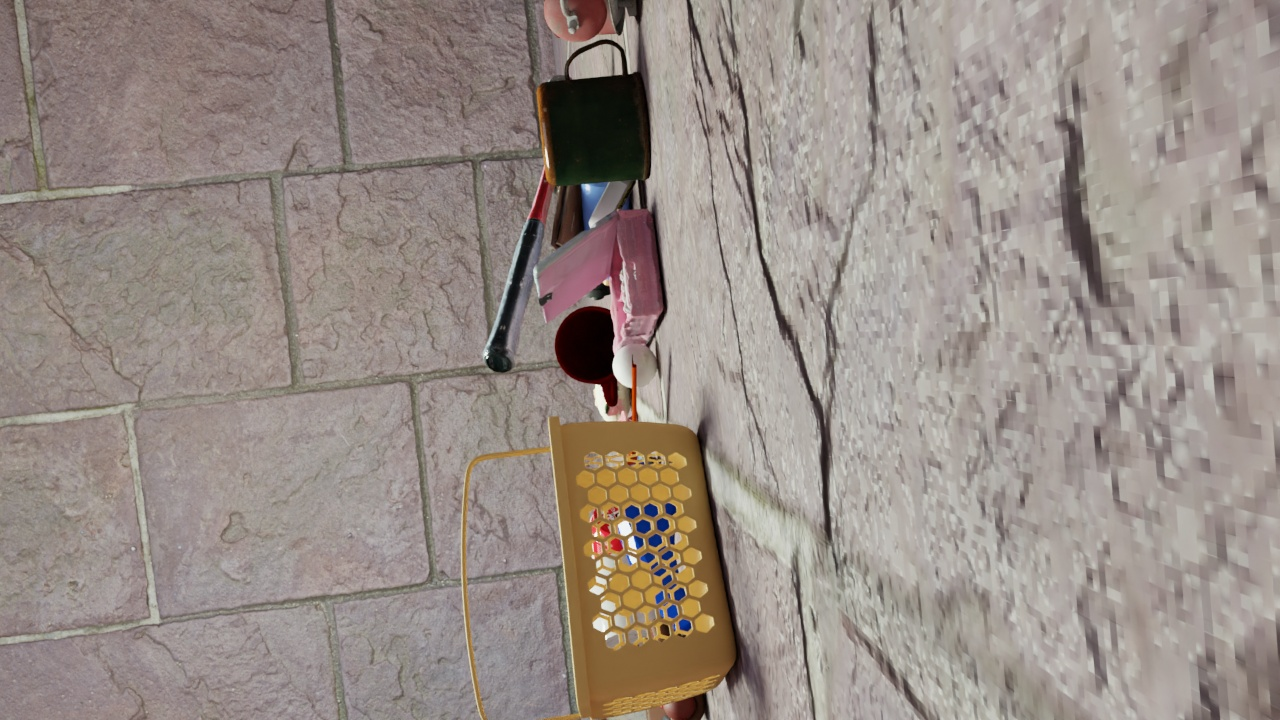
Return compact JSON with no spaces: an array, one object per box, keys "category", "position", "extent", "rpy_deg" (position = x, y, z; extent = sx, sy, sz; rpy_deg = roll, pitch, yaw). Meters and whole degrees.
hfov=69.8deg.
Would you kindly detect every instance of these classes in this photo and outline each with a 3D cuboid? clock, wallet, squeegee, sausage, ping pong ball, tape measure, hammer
[{"category":"clock","position":[-0.037,-0.287,0.660],"extent":[0.156,0.062,0.110],"rpy_deg":[-78,-13,-59]},{"category":"wallet","position":[-0.066,-0.166,0.938],"extent":[0.098,0.027,0.121],"rpy_deg":[22,-103,-80]},{"category":"squeegee","position":[0.008,0.144,0.782],"extent":[0.250,0.055,0.184],"rpy_deg":[90,161,-53]},{"category":"sausage","position":[0.027,0.274,0.815],"extent":[0.155,0.040,0.040],"rpy_deg":[-133,37,-81]},{"category":"ping pong ball","position":[-0.005,0.005,0.825],"extent":[0.040,0.040,0.040],"rpy_deg":[172,92,-85]},{"category":"tape measure","position":[-0.023,-0.141,0.803],"extent":[0.064,0.017,0.065],"rpy_deg":[-62,1,6]},{"category":"hammer","position":[-0.103,-0.124,0.906],"extent":[0.141,0.036,0.325],"rpy_deg":[94,-176,-55]}]

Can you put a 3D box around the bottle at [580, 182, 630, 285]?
[{"category":"bottle","position":[-0.033,-0.133,0.932],"extent":[0.048,0.048,0.131],"rpy_deg":[-102,7,-48]}]

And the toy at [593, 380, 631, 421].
[{"category":"toy","position":[-0.038,0.041,1.201],"extent":[0.112,0.050,0.087],"rpy_deg":[98,166,-84]}]

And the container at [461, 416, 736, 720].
[{"category":"container","position":[-0.035,0.142,0.613],"extent":[0.129,0.167,0.183],"rpy_deg":[93,169,-63]}]

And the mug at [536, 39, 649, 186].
[{"category":"mug","position":[-0.039,-0.195,0.726],"extent":[0.084,0.081,0.111],"rpy_deg":[-105,10,-60]}]

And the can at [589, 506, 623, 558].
[{"category":"can","position":[-0.024,0.238,1.141],"extent":[0.074,0.074,0.143],"rpy_deg":[-102,7,-50]}]

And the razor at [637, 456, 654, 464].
[{"category":"razor","position":[0.006,0.108,0.970],"extent":[0.141,0.018,0.044],"rpy_deg":[160,103,-89]}]

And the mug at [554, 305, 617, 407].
[{"category":"mug","position":[-0.041,-0.002,1.054],"extent":[0.088,0.087,0.114],"rpy_deg":[10,-113,-77]}]

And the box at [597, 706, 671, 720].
[{"category":"box","position":[-0.003,0.476,1.098],"extent":[0.115,0.095,0.217],"rpy_deg":[142,121,-80]}]

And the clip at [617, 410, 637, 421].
[{"category":"clip","position":[-0.021,0.078,1.156],"extent":[0.060,0.044,0.023],"rpy_deg":[55,-157,-71]}]

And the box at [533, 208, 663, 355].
[{"category":"box","position":[-0.045,-0.059,0.830],"extent":[0.233,0.107,0.099],"rpy_deg":[119,143,-82]}]

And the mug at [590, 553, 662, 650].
[{"category":"mug","position":[-0.007,0.294,1.070],"extent":[0.119,0.083,0.096],"rpy_deg":[48,-157,-46]}]

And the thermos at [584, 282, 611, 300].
[{"category":"thermos","position":[-0.060,-0.187,1.100],"extent":[0.101,0.068,0.230],"rpy_deg":[-79,-13,-58]}]
